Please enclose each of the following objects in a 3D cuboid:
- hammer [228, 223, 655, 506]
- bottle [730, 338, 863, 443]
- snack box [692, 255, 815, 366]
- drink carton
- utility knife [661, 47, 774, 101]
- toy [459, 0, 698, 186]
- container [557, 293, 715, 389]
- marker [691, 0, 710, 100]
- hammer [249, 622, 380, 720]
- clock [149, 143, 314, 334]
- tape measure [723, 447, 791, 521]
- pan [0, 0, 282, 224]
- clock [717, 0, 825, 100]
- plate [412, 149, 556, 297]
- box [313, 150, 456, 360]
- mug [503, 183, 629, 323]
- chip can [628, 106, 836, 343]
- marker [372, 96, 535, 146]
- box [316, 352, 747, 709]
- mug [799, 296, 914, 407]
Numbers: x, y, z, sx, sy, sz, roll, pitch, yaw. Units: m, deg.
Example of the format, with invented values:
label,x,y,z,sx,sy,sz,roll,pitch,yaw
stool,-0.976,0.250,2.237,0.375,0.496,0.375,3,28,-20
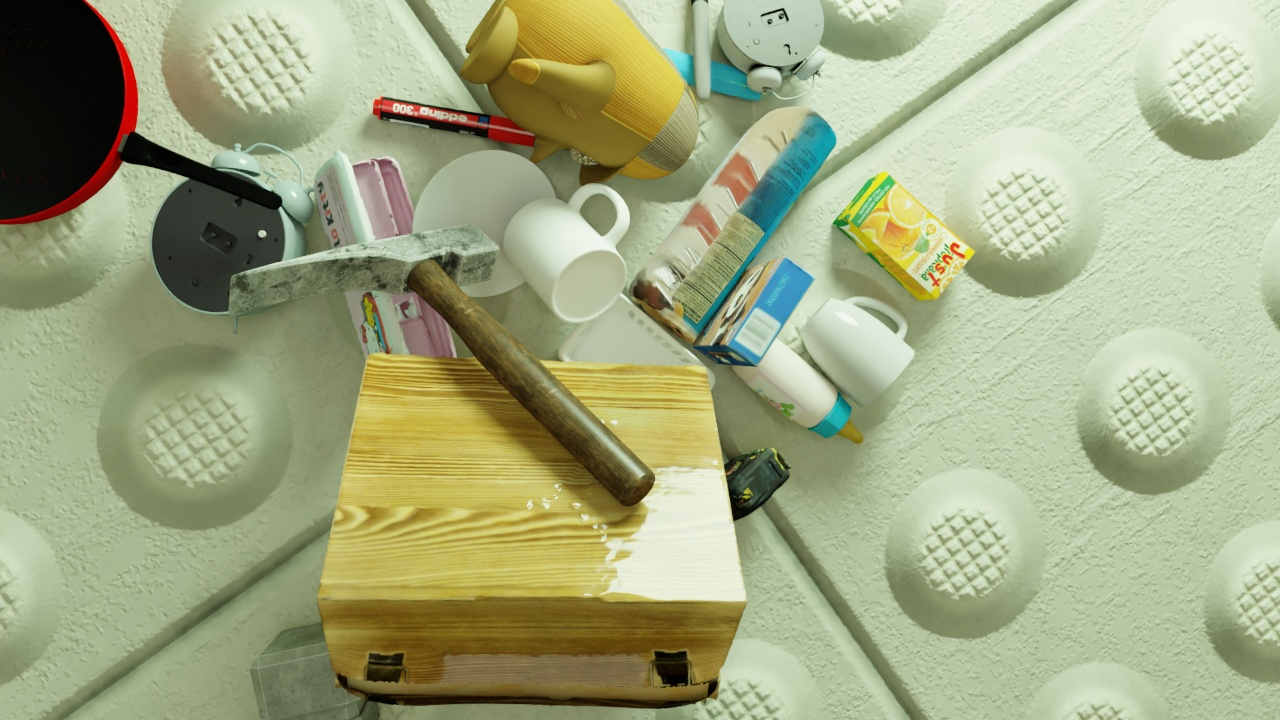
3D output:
label,x,y,z,sx,sy,sz,roll,pitch,yaw
hammer,-0.125,0.009,0.660,0.300,0.217,0.037,42,130,25
bottle,0.151,0.032,0.855,0.146,0.051,0.051,38,87,-6
snack box,0.094,-0.040,0.796,0.034,0.151,0.087,34,87,-7
drink carton,0.251,-0.114,0.868,0.122,0.041,0.058,40,87,-6
utility knife,0.045,-0.273,0.854,0.173,0.015,0.031,14,86,-9
toy,-0.044,-0.231,0.790,0.203,0.198,0.163,32,115,-25
container,-0.005,0.005,0.837,0.129,0.049,0.080,40,87,-6
marker,0.058,-0.305,0.846,0.022,0.016,0.138,-1,81,-7
hammer,-0.259,0.319,0.680,0.083,0.318,0.162,-11,92,-6
clock,-0.345,-0.110,0.787,0.122,0.045,0.159,30,92,6
tape measure,0.092,0.116,0.841,0.071,0.072,0.042,-43,101,-32
pan,-0.455,-0.189,0.760,0.356,0.067,0.209,21,88,0
clock,0.122,-0.298,0.845,0.094,0.035,0.122,-21,87,-12
plate,-0.136,-0.120,0.810,0.134,0.011,0.135,-15,123,-24
box,-0.226,-0.077,0.789,0.088,0.095,0.202,-16,93,-4
mug,-0.055,-0.101,0.792,0.111,0.090,0.073,-52,140,12
chip can,0.083,-0.129,0.833,0.080,0.080,0.229,37,87,-6
marker,-0.167,-0.216,0.828,0.145,0.021,0.023,8,50,-6
box,-0.081,0.156,0.712,0.279,0.256,0.216,4,132,-8
mug,0.205,-0.024,0.859,0.089,0.071,0.107,42,59,3
